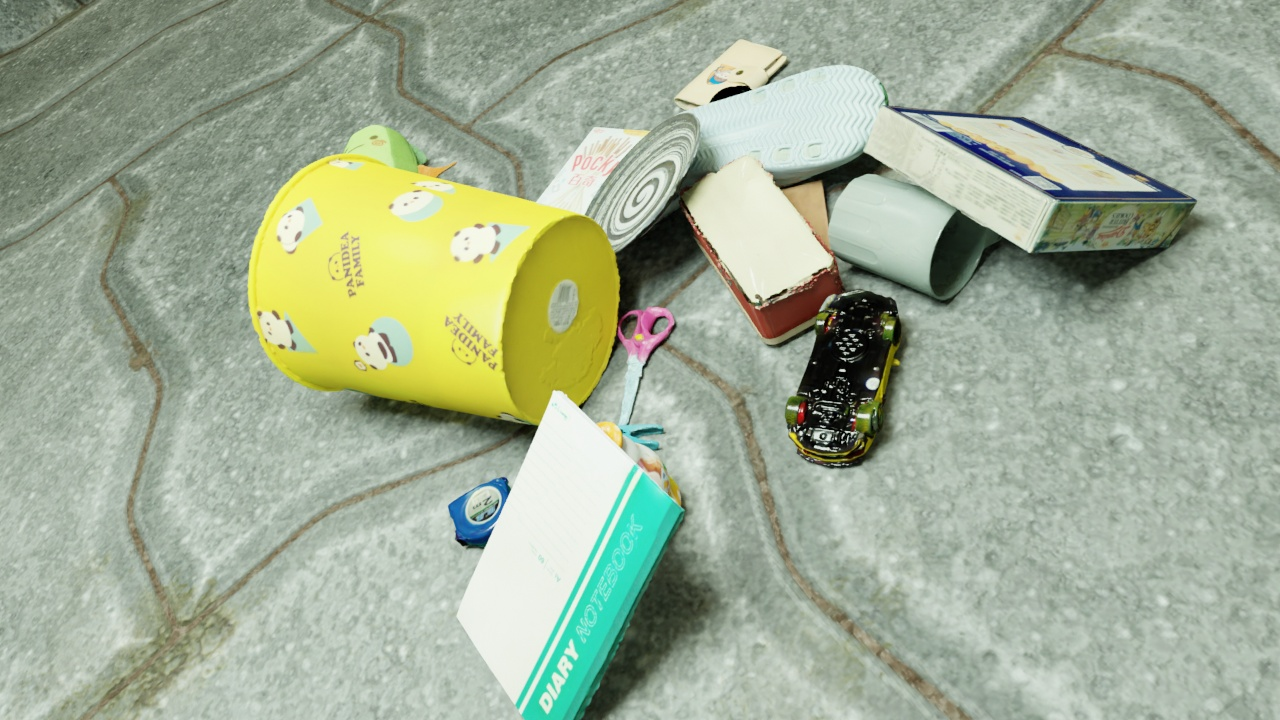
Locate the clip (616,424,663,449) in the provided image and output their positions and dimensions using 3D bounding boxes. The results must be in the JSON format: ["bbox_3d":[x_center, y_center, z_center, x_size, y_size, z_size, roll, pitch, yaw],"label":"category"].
[{"bbox_3d":[-0.008,0.065,0.778,0.057,0.014,0.043,-4,50,23],"label":"clip"}]

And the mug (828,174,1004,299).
[{"bbox_3d":[0.238,-0.113,0.781,0.123,0.084,0.103,-25,37,-35],"label":"mug"}]

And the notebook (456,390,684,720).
[{"bbox_3d":[-0.058,0.148,0.646,0.150,0.012,0.209,40,112,41],"label":"notebook"}]

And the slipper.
[{"bbox_3d":[0.124,-0.215,0.913,0.246,0.074,0.104,-6,69,26],"label":"slipper"}]

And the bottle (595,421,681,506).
[{"bbox_3d":[-0.011,0.090,0.692,0.063,0.108,0.063,-14,47,15],"label":"bottle"}]

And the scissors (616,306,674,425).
[{"bbox_3d":[-0.005,0.005,0.830,0.057,0.017,0.133,1,56,19],"label":"scissors"}]

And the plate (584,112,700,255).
[{"bbox_3d":[0.000,-0.160,0.886,0.180,0.024,0.179,-39,30,28],"label":"plate"}]

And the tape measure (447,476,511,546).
[{"bbox_3d":[-0.130,0.130,0.772,0.058,0.025,0.054,-31,47,3],"label":"tape measure"}]

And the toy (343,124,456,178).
[{"bbox_3d":[-0.320,-0.191,1.084,0.227,0.090,0.246,-12,50,7],"label":"toy"}]

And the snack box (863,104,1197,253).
[{"bbox_3d":[0.304,-0.146,0.725,0.182,0.046,0.178,-5,36,-31],"label":"snack box"}]

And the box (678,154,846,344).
[{"bbox_3d":[0.105,-0.107,0.810,0.091,0.077,0.168,-29,51,2],"label":"box"}]

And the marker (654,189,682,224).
[{"bbox_3d":[0.062,-0.183,0.957,0.145,0.017,0.017,-34,46,-5],"label":"marker"}]

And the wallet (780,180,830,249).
[{"bbox_3d":[0.128,-0.120,0.871,0.101,0.020,0.115,-10,51,16],"label":"wallet"}]

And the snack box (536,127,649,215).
[{"bbox_3d":[-0.054,-0.197,1.018,0.085,0.027,0.156,14,59,34],"label":"snack box"}]

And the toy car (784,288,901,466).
[{"bbox_3d":[0.164,0.010,0.724,0.071,0.041,0.155,5,57,28],"label":"toy car"}]

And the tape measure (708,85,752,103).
[{"bbox_3d":[0.101,-0.261,0.979,0.057,0.057,0.039,-27,46,-11],"label":"tape measure"}]

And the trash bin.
[{"bbox_3d":[-0.173,-0.057,0.827,0.256,0.230,0.229,13,58,27],"label":"trash bin"}]

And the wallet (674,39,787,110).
[{"bbox_3d":[0.106,-0.325,1.056,0.115,0.024,0.087,-44,48,-16],"label":"wallet"}]
